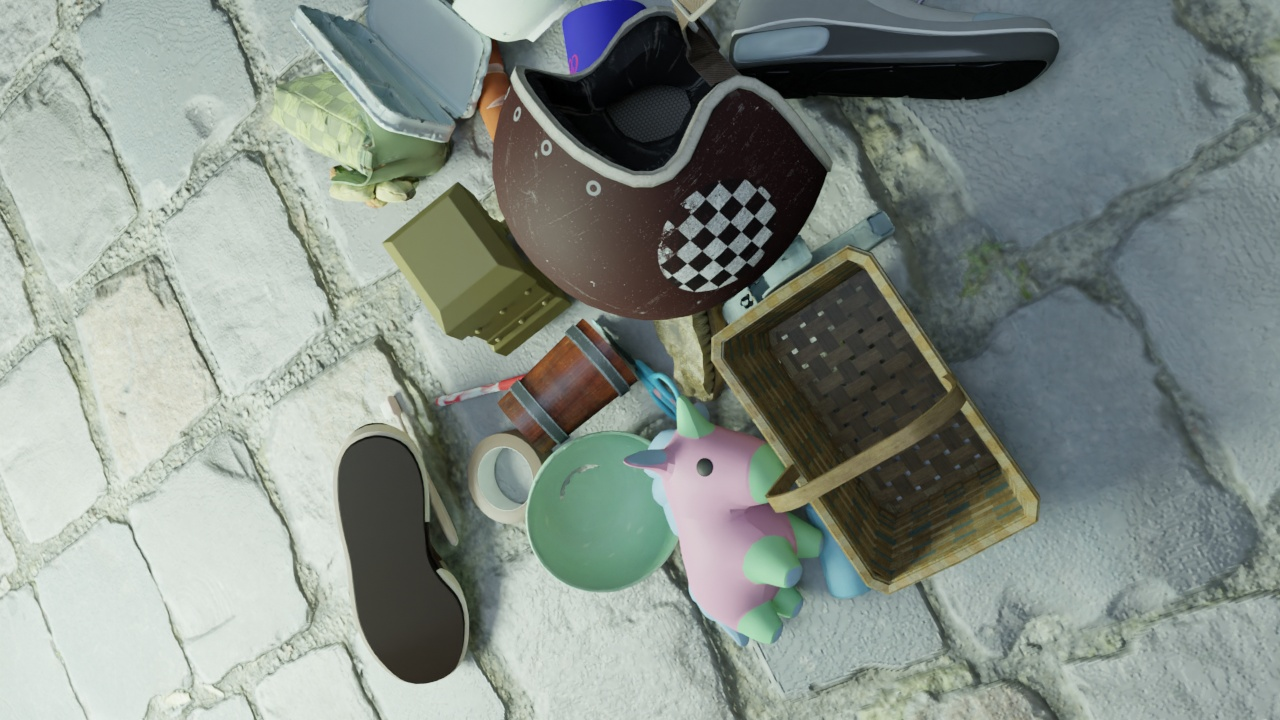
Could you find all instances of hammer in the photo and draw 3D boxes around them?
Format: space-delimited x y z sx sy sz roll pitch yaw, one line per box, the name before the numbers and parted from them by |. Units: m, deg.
hammer | -0.049 -0.150 0.832 0.325 0.190 0.100 -38 78 5

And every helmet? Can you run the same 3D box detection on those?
helmet | 0.018 -0.151 0.647 0.254 0.233 0.233 -44 35 14

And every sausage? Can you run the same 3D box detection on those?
sausage | -0.139 -0.253 0.912 0.045 0.039 0.164 -29 82 49

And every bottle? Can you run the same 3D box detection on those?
bottle | 0.169 0.141 0.806 0.040 0.040 0.130 -16 88 25

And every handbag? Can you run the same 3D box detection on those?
handbag | -0.297 -0.225 0.958 0.186 0.113 0.117 32 120 22

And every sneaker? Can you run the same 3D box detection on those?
sneaker | -0.262 0.202 0.990 0.111 0.116 0.294 -16 105 -10
sneaker | 0.199 -0.296 0.736 0.257 0.093 0.160 5 88 23

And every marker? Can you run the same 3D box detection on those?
marker | -0.157 0.029 0.961 0.142 0.012 0.013 -14 88 25

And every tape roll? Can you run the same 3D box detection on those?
tape roll | -0.132 0.119 0.947 0.094 0.030 0.094 2 95 24

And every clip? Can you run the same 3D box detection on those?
clip | 0.152 -0.086 0.773 0.164 0.169 0.031 -24 83 -17

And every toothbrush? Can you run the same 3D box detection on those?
toothbrush | -0.242 0.122 1.007 0.018 0.015 0.181 -32 81 30

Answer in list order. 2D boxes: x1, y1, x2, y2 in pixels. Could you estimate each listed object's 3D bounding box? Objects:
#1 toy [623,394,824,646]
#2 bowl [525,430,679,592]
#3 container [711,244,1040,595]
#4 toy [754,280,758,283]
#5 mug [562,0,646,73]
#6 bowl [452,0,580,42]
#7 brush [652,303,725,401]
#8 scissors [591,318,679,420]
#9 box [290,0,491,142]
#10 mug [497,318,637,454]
toy | 0.070 0.148 0.807 0.171 0.119 0.223 27 127 25
bowl | -0.039 0.135 0.866 0.150 0.077 0.151 -2 96 -16
container | 0.174 0.050 0.699 0.158 0.186 0.250 -35 90 23
toy | 0.098 -0.111 0.822 0.049 0.030 0.112 26 117 20
mug | -0.011 -0.275 0.836 0.111 0.079 0.083 -9 91 7
bowl | -0.092 -0.346 0.836 0.154 0.153 0.073 -33 110 23
brush | 0.039 -0.056 0.839 0.059 0.043 0.195 -9 96 42
scissors | -0.005 0.005 0.880 0.015 0.055 0.136 -38 65 -22
box | -0.255 -0.311 0.905 0.210 0.105 0.130 42 124 27
mug | -0.072 0.027 0.875 0.111 0.117 0.081 -42 94 -4
